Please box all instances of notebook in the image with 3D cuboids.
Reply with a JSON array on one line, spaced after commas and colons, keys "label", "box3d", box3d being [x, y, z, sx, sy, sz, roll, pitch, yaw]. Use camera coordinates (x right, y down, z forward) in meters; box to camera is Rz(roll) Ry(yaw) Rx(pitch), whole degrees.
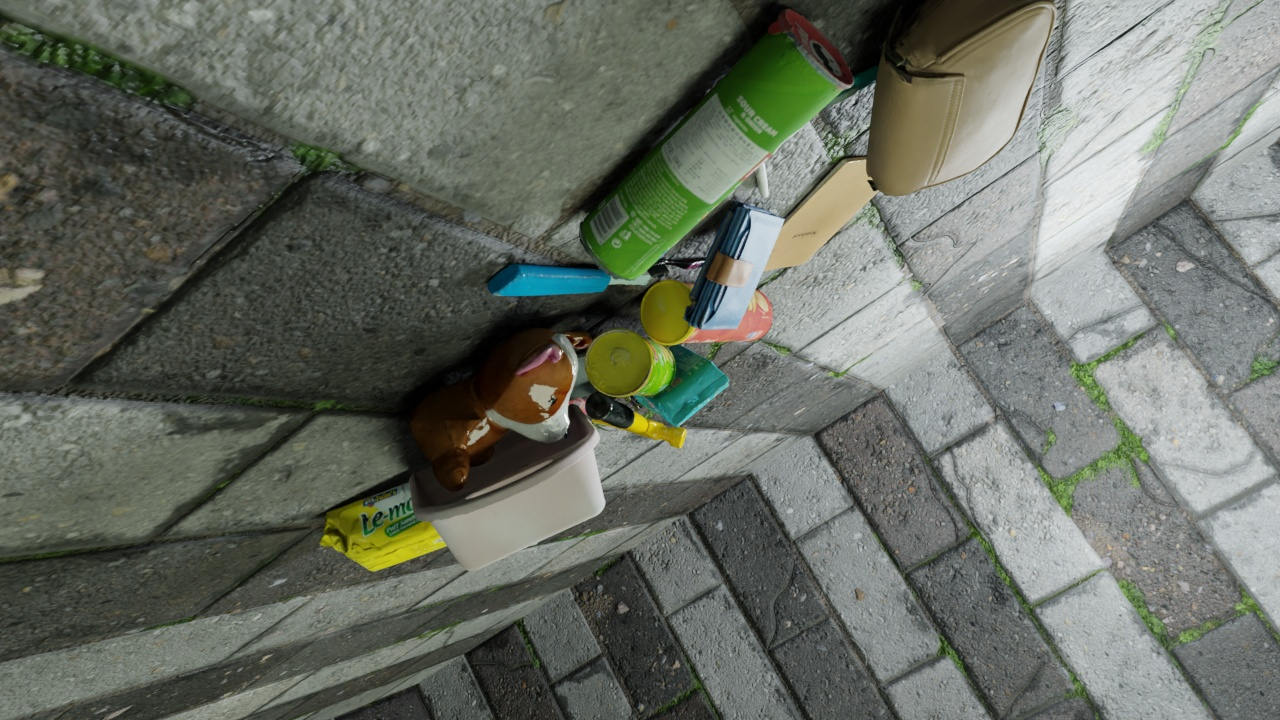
[{"label": "notebook", "box3d": [0.212, -0.168, 1.072, 0.147, 0.008, 0.208, -15, 158, -42]}]

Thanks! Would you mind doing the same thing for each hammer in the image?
[{"label": "hammer", "box3d": [-0.022, 0.073, 1.175, 0.300, 0.129, 0.033, 41, 65, -77]}]

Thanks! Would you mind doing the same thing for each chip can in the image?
[{"label": "chip can", "box3d": [0.050, -0.156, 0.704, 0.237, 0.072, 0.072, -40, 162, 33]}, {"label": "chip can", "box3d": [-0.006, 0.006, 1.041, 0.072, 0.072, 0.221, -32, 174, 7]}, {"label": "chip can", "box3d": [0.082, -0.055, 1.074, 0.073, 0.073, 0.216, -38, 163, 26]}]

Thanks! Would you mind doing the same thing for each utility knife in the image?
[{"label": "utility knife", "box3d": [0.159, -0.225, 0.793, 0.176, 0.013, 0.029, -27, 164, -12]}, {"label": "utility knife", "box3d": [-0.055, -0.074, 0.860, 0.034, 0.018, 0.218, -42, 159, 31]}]

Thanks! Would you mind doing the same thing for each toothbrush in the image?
[{"label": "toothbrush", "box3d": [0.104, -0.176, 0.824, 0.016, 0.016, 0.180, -19, 170, 8]}, {"label": "toothbrush", "box3d": [0.064, -0.103, 0.993, 0.014, 0.017, 0.188, -40, 163, 35]}]

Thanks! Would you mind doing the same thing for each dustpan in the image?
[{"label": "dustpan", "box3d": [-0.148, 0.104, 1.000, 0.222, 0.273, 0.139, -26, 127, -12]}]

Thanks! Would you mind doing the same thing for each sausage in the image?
[{"label": "sausage", "box3d": [-0.091, 0.053, 1.184, 0.020, 0.020, 0.156, -32, 164, 7]}]

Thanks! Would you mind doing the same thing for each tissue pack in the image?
[{"label": "tissue pack", "box3d": [0.048, 0.032, 1.184, 0.093, 0.050, 0.133, -39, -155, -10]}]

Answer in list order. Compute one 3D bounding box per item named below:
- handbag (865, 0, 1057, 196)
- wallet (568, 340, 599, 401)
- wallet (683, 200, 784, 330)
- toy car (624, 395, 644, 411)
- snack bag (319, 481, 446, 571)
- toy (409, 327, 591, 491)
[{"label": "handbag", "box3d": [0.261, -0.234, 0.781, 0.147, 0.099, 0.205, -29, 153, -8]}, {"label": "wallet", "box3d": [-0.094, 0.017, 1.042, 0.106, 0.037, 0.130, -20, 161, -4]}, {"label": "wallet", "box3d": [0.099, -0.094, 0.949, 0.106, 0.040, 0.133, -4, 119, -60]}, {"label": "toy car", "box3d": [0.001, 0.041, 1.289, 0.049, 0.031, 0.106, -32, 162, 3]}, {"label": "snack bag", "box3d": [-0.270, 0.200, 1.176, 0.246, 0.068, 0.158, -20, 162, -10]}, {"label": "toy", "box3d": [-0.132, 0.044, 0.912, 0.200, 0.130, 0.140, -45, -174, 13]}]
